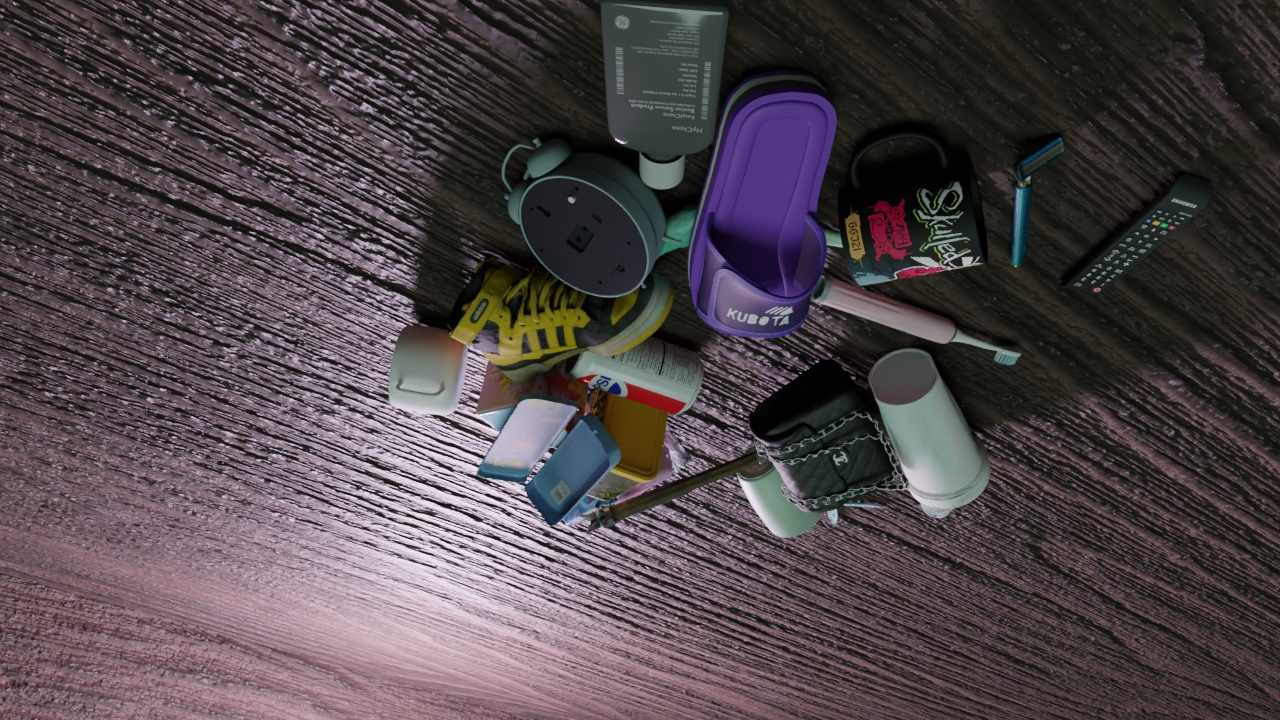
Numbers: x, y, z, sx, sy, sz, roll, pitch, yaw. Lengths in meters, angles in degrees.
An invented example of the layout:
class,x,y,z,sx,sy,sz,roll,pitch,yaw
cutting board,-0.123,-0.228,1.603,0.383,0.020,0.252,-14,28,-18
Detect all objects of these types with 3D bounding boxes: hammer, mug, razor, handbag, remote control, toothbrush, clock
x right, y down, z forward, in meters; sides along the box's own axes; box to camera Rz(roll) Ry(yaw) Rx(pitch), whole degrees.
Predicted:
class,x,y,z,sx,sy,sz,roll,pitch,yaw
hammer,0.094,0.132,1.083,0.317,0.028,0.147,-23,171,11
mug,-0.229,0.014,0.990,0.068,0.115,0.094,9,110,-3
razor,0.309,-0.122,0.738,0.042,0.022,0.144,-32,147,-4
handbag,0.197,0.100,0.973,0.125,0.114,0.154,-29,127,8
remote control,0.403,-0.098,0.754,0.033,0.015,0.147,14,147,-8
toothbrush,0.185,-0.104,0.798,0.155,0.015,0.022,10,146,-2
mug,0.183,0.149,1.134,0.111,0.084,0.104,-26,122,19
mug,0.209,-0.123,0.715,0.098,0.081,0.118,-9,116,26
clock,-0.049,-0.122,0.772,0.159,0.045,0.123,38,143,-4
toothbrush,0.267,-0.035,0.873,0.222,0.027,0.027,18,118,-13

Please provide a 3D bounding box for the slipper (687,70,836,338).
class,x,y,z,sx,sy,sz,roll,pitch,yaw
slipper,0.100,-0.090,0.733,0.107,0.083,0.267,-3,140,-6

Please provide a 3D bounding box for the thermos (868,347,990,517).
class,x,y,z,sx,sy,sz,roll,pitch,yaw
thermos,0.313,0.078,0.983,0.099,0.099,0.220,-10,139,27

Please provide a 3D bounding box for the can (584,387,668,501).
class,x,y,z,sx,sy,sz,roll,pitch,yaw
can,-0.027,0.083,1.032,0.072,0.130,0.101,22,148,-20

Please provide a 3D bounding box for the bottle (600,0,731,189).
class,x,y,z,sx,sy,sz,roll,pitch,yaw
bottle,0.017,-0.196,0.665,0.084,0.046,0.174,6,147,4

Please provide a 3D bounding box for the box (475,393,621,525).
class,x,y,z,sx,sy,sz,roll,pitch,yaw
box,-0.100,0.104,0.990,0.125,0.043,0.210,35,143,-3

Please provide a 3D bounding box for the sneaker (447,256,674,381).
class,x,y,z,sx,sy,sz,roll,pitch,yaw
sneaker,-0.088,-0.054,0.872,0.239,0.085,0.122,-20,139,39

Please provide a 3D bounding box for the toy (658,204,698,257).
class,x,y,z,sx,sy,sz,roll,pitch,yaw
toy,0.059,-0.106,0.806,0.105,0.033,0.085,12,144,-12

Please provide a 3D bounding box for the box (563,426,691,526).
class,x,y,z,sx,sy,sz,roll,pitch,yaw
box,-0.026,0.142,1.179,0.070,0.084,0.231,-3,158,-37

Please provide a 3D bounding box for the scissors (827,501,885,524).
class,x,y,z,sx,sy,sz,roll,pitch,yaw
scissors,0.240,0.185,1.234,0.177,0.013,0.171,-3,149,14

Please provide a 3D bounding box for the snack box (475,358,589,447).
class,x,y,z,sx,sy,sz,roll,pitch,yaw
snack box,-0.115,0.035,1.011,0.080,0.094,0.093,-12,141,29

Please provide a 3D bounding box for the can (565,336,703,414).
class,x,y,z,sx,sy,sz,roll,pitch,yaw
can,-0.006,0.006,0.961,0.132,0.070,0.070,19,146,-16
